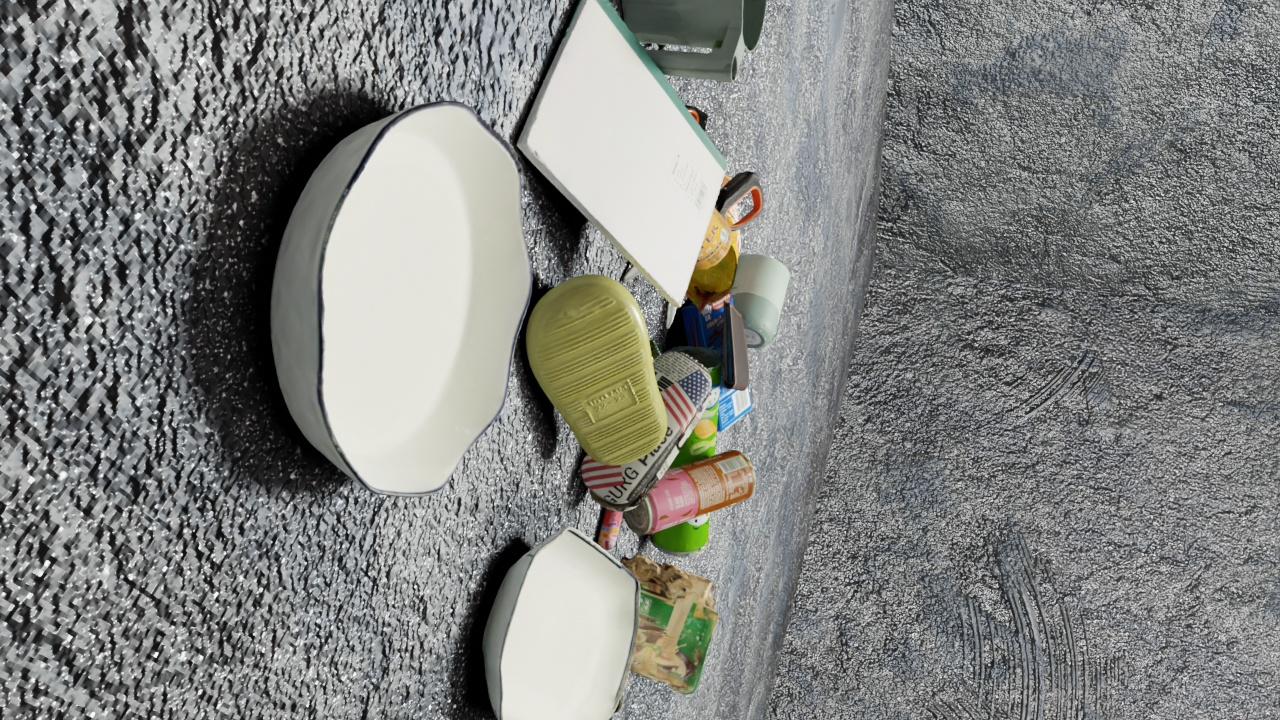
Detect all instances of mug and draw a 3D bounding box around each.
[{"bbox_3d":[0.040,-0.283,0.748,0.084,0.103,0.123,63,41,-62],"label":"mug"},{"bbox_3d":[0.145,-0.073,1.247,0.112,0.082,0.106,137,-27,-64],"label":"mug"}]

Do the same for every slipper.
[{"bbox_3d":[-0.037,0.004,0.732,0.081,0.091,0.191,-120,-172,-49],"label":"slipper"}]

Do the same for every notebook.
[{"bbox_3d":[-0.002,-0.158,0.708,0.209,0.012,0.150,42,58,-43],"label":"notebook"}]

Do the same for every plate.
[{"bbox_3d":[-0.065,0.239,0.784,0.266,0.034,0.161,55,49,-57],"label":"plate"},{"bbox_3d":[-0.120,-0.032,0.486,0.204,0.046,0.205,10,89,-73],"label":"plate"}]

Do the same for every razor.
[{"bbox_3d":[-0.005,0.005,0.889,0.043,0.028,0.132,66,17,4],"label":"razor"}]

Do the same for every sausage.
[{"bbox_3d":[-0.018,0.122,0.929,0.020,0.020,0.155,55,47,-66],"label":"sausage"}]

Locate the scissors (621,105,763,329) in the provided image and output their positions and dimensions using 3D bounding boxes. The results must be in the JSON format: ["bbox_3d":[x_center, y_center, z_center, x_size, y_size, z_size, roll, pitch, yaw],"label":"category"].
[{"bbox_3d":[0.048,-0.150,0.916,0.220,0.022,0.224,-21,102,-40],"label":"scissors"}]

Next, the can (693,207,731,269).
[{"bbox_3d":[0.029,-0.135,0.818,0.146,0.058,0.058,34,66,-55],"label":"can"}]

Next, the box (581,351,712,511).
[{"bbox_3d":[0.008,0.061,0.850,0.163,0.074,0.079,-52,146,-21],"label":"box"}]

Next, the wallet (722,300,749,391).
[{"bbox_3d":[0.107,-0.014,1.046,0.122,0.020,0.096,16,70,-78],"label":"wallet"}]

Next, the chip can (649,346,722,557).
[{"bbox_3d":[0.051,0.105,1.053,0.072,0.072,0.236,-42,138,-63],"label":"chip can"}]

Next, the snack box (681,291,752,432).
[{"bbox_3d":[0.094,-0.001,1.108,0.084,0.026,0.157,-30,112,-53],"label":"snack box"}]

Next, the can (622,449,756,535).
[{"bbox_3d":[0.053,0.139,0.979,0.147,0.058,0.058,-13,117,-33],"label":"can"}]

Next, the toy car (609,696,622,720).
[{"bbox_3d":[-0.054,0.385,0.925,0.071,0.041,0.155,48,56,-68],"label":"toy car"}]

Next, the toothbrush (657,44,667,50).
[{"bbox_3d":[-0.008,-0.223,0.763,0.026,0.027,0.212,-34,-156,46],"label":"toothbrush"}]

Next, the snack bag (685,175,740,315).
[{"bbox_3d":[0.089,-0.136,1.070,0.207,0.073,0.129,-59,154,-64],"label":"snack bag"}]

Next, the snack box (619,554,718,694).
[{"bbox_3d":[0.012,0.277,0.958,0.106,0.118,0.117,100,10,-69],"label":"snack box"}]
